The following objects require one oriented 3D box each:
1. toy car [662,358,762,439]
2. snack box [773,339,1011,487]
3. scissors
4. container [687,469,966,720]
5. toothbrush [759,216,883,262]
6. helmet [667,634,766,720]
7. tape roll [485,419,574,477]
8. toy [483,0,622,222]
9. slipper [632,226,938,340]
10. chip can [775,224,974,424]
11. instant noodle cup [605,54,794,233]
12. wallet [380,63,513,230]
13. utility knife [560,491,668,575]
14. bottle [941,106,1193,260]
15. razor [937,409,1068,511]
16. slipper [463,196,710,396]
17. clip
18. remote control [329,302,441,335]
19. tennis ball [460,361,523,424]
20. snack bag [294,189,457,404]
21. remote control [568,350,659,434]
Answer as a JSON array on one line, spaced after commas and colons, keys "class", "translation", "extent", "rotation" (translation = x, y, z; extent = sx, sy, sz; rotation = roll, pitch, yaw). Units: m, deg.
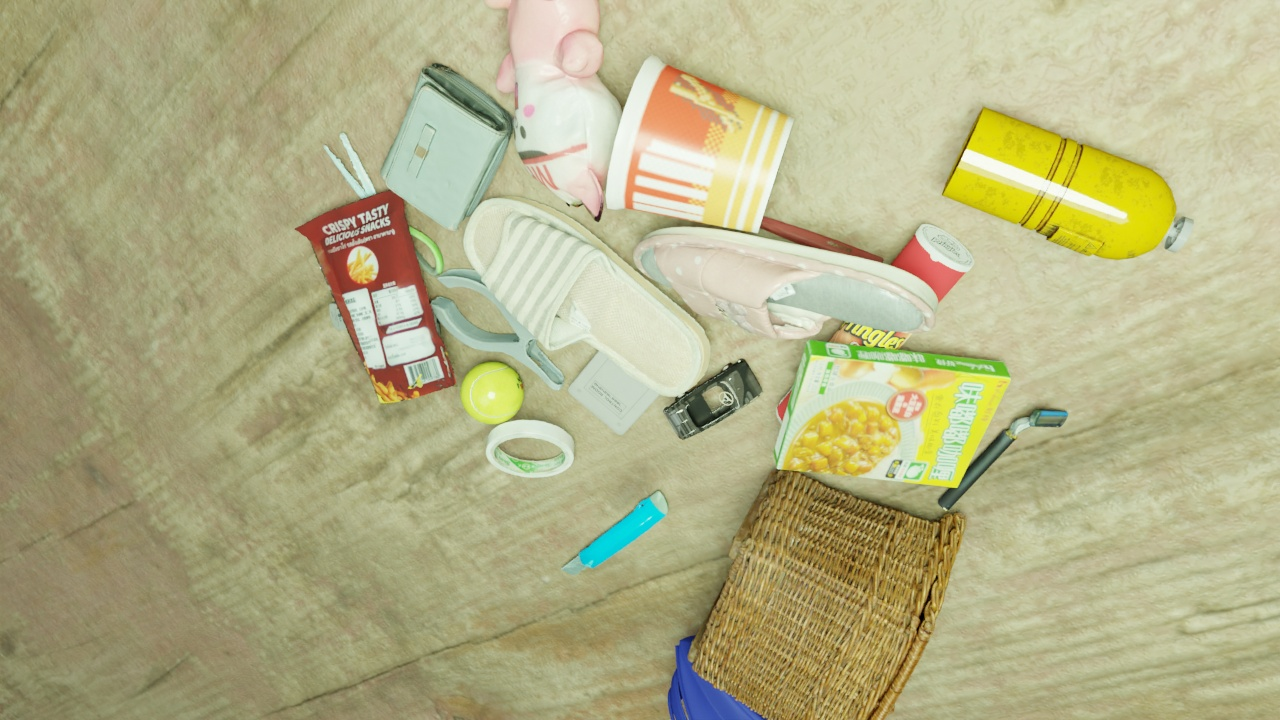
[{"class": "toy car", "translation": [0.069, 0.038, 0.861], "extent": [0.092, 0.037, 0.040], "rotation": [-32, 102, 0]}, {"class": "snack box", "translation": [0.210, 0.049, 0.786], "extent": [0.168, 0.027, 0.132], "rotation": [6, 128, -4]}, {"class": "scissors", "translation": [-0.260, -0.154, 0.933], "extent": [0.093, 0.032, 0.175], "rotation": [-12, 115, 32]}, {"class": "container", "translation": [0.164, 0.238, 0.871], "extent": [0.183, 0.161, 0.251], "rotation": [25, 127, 15]}, {"class": "toothbrush", "translation": [0.115, -0.113, 0.787], "extent": [0.190, 0.016, 0.016], "rotation": [22, 122, 11]}, {"class": "helmet", "translation": [0.101, 0.417, 0.998], "extent": [0.241, 0.147, 0.228], "rotation": [38, 120, 0]}, {"class": "tape roll", "translation": [-0.117, 0.094, 0.973], "extent": [0.094, 0.018, 0.094], "rotation": [1, 145, 1]}, {"class": "toy", "translation": [-0.066, -0.225, 0.758], "extent": [0.142, 0.084, 0.213], "rotation": [22, 126, 57]}, {"class": "slipper", "translation": [0.104, -0.054, 0.749], "extent": [0.275, 0.054, 0.114], "rotation": [13, 163, 36]}, {"class": "chip can", "translation": [0.193, -0.017, 0.784], "extent": [0.052, 0.051, 0.215], "rotation": [35, 125, 3]}, {"class": "instant noodle cup", "translation": [0.050, -0.164, 0.734], "extent": [0.121, 0.123, 0.124], "rotation": [18, 122, 5]}, {"class": "wallet", "translation": [-0.184, -0.196, 0.856], "extent": [0.100, 0.054, 0.132], "rotation": [37, 130, 2]}, {"class": "utility knife", "translation": [-0.030, 0.197, 1.019], "extent": [0.031, 0.015, 0.186], "rotation": [48, 122, -2]}, {"class": "bottle", "translation": [0.312, -0.120, 0.666], "extent": [0.164, 0.070, 0.071], "rotation": [24, 123, 10]}, {"class": "razor", "translation": [0.310, 0.085, 0.809], "extent": [0.042, 0.022, 0.145], "rotation": [5, 137, -31]}, {"class": "slipper", "translation": [-0.057, -0.059, 0.856], "extent": [0.273, 0.053, 0.115], "rotation": [33, 118, 12]}, {"class": "clip", "translation": [-0.145, -0.022, 0.945], "extent": [0.163, 0.028, 0.115], "rotation": [28, 125, 9]}, {"class": "remote control", "translation": [-0.279, -0.046, 0.997], "extent": [0.137, 0.013, 0.033], "rotation": [4, 116, 21]}, {"class": "tennis ball", "translation": [-0.154, 0.034, 0.955], "extent": [0.065, 0.065, 0.065], "rotation": [10, 120, 18]}, {"class": "snack bag", "translation": [-0.267, -0.060, 0.943], "extent": [0.139, 0.066, 0.208], "rotation": [-12, 106, 29]}, {"class": "remote control", "translation": [-0.005, 0.005, 0.903], "extent": [0.074, 0.019, 0.151], "rotation": [40, 126, -1]}]
